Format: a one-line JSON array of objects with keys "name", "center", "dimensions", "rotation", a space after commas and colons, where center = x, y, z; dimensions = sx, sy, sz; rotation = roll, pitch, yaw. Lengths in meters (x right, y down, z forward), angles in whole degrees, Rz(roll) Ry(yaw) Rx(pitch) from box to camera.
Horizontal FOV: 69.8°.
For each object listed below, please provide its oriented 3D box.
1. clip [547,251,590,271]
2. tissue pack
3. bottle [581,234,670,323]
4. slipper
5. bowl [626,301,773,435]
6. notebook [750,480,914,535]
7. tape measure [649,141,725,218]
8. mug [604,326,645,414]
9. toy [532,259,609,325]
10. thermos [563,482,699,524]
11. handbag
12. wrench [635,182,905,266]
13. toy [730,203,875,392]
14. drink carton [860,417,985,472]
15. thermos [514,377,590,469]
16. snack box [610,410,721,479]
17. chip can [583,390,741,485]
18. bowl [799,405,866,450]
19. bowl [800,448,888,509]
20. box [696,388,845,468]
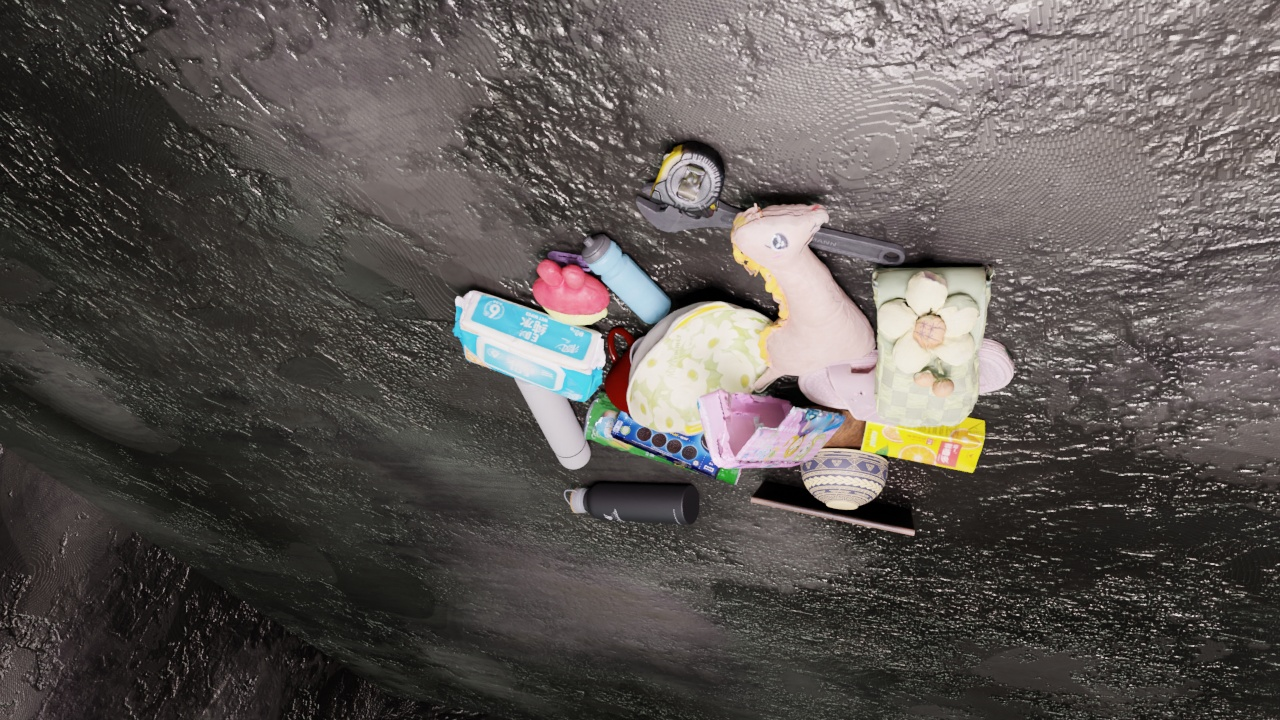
[{"name": "clip", "center": [-0.082, -0.115, 1.054], "dimensions": [0.053, 0.013, 0.036], "rotation": [15, 147, 2]}, {"name": "tissue pack", "center": [-0.145, -0.020, 1.168], "dimensions": [0.209, 0.065, 0.117], "rotation": [21, 154, 1]}, {"name": "bottle", "center": [-0.019, -0.094, 1.027], "dimensions": [0.040, 0.040, 0.130], "rotation": [-15, 133, 41]}, {"name": "slipper", "center": [0.292, 0.033, 1.029], "dimensions": [0.240, 0.064, 0.094], "rotation": [-10, 137, 34]}, {"name": "bowl", "center": [0.061, -0.003, 1.047], "dimensions": [0.188, 0.060, 0.220], "rotation": [-23, 141, -10]}, {"name": "notebook", "center": [0.263, 0.199, 1.250], "dimensions": [0.209, 0.008, 0.141], "rotation": [10, -176, 14]}, {"name": "tape measure", "center": [0.049, -0.172, 0.868], "dimensions": [0.067, 0.038, 0.063], "rotation": [21, 122, -1]}, {"name": "mug", "center": [-0.007, 0.007, 1.147], "dimensions": [0.105, 0.073, 0.083], "rotation": [50, 145, 5]}, {"name": "toy", "center": [-0.082, -0.077, 1.066], "dimensions": [0.092, 0.045, 0.135], "rotation": [8, 159, 6]}, {"name": "thermos", "center": [-0.023, 0.226, 1.463], "dimensions": [0.232, 0.061, 0.061], "rotation": [-3, 141, 30]}, {"name": "handbag", "center": [0.286, -0.007, 0.904], "dimensions": [0.113, 0.116, 0.187], "rotation": [0, 117, 15]}, {"name": "wrench", "center": [0.128, -0.133, 0.919], "dimensions": [0.273, 0.018, 0.073], "rotation": [14, 147, 6]}, {"name": "toy", "center": [0.145, -0.057, 0.948], "dimensions": [0.196, 0.065, 0.264], "rotation": [-26, 139, 26]}, {"name": "drink carton", "center": [0.339, 0.090, 1.103], "dimensions": [0.135, 0.042, 0.059], "rotation": [11, 137, 15]}, {"name": "thermos", "center": [-0.121, 0.081, 1.316], "dimensions": [0.052, 0.052, 0.224], "rotation": [6, 144, 20]}, {"name": "snack box", "center": [0.046, 0.089, 1.194], "dimensions": [0.150, 0.082, 0.027], "rotation": [20, 159, 16]}, {"name": "chip can", "center": [0.034, 0.104, 1.252], "dimensions": [0.223, 0.075, 0.076], "rotation": [16, 146, 6]}, {"name": "bowl", "center": [0.238, 0.098, 1.182], "dimensions": [0.114, 0.026, 0.102], "rotation": [4, 143, 23]}, {"name": "bowl", "center": [0.264, 0.160, 1.198], "dimensions": [0.112, 0.061, 0.112], "rotation": [7, 160, 2]}, {"name": "box", "center": [0.161, 0.072, 1.052], "dimensions": [0.097, 0.085, 0.230], "rotation": [-22, 164, 27]}]
